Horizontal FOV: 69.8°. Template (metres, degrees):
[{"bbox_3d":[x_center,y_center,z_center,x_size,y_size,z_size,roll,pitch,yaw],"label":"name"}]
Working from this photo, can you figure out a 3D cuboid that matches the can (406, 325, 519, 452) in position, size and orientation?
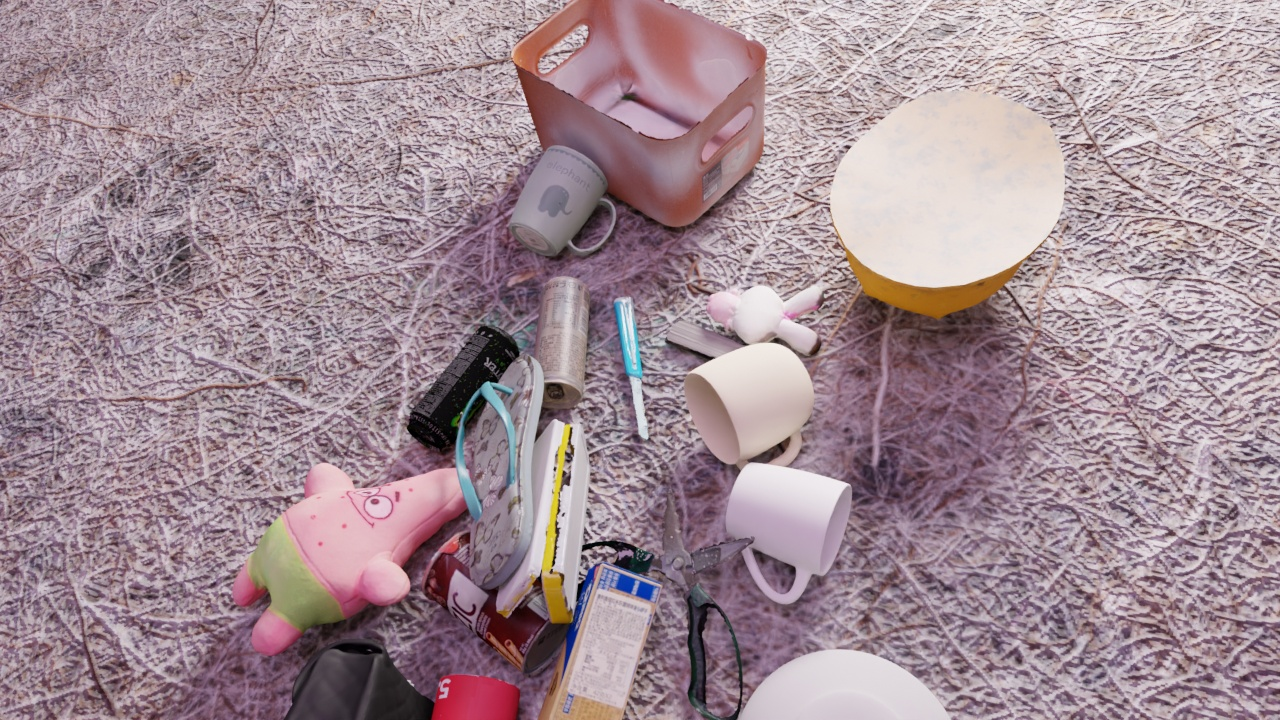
[{"bbox_3d":[-0.178,0.026,0.932,0.054,0.054,0.137,24,63,23],"label":"can"}]

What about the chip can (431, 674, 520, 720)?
[{"bbox_3d":[-0.143,0.358,0.694,0.069,0.069,0.220,0,56,10],"label":"chip can"}]

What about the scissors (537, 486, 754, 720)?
[{"bbox_3d":[0.013,0.215,0.782,0.202,0.015,0.203,-21,68,16],"label":"scissors"}]

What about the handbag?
[{"bbox_3d":[-0.231,0.290,0.708,0.115,0.154,0.124,2,51,15],"label":"handbag"}]

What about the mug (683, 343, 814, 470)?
[{"bbox_3d":[0.112,0.045,0.853,0.099,0.096,0.120,-25,93,-18],"label":"mug"}]

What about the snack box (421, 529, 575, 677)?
[{"bbox_3d":[-0.121,0.208,0.790,0.121,0.072,0.072,31,66,25],"label":"snack box"}]

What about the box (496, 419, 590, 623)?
[{"bbox_3d":[-0.077,0.132,0.796,0.070,0.067,0.209,12,33,-6],"label":"box"}]

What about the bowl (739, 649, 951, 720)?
[{"bbox_3d":[0.156,0.299,0.685,0.177,0.066,0.176,-4,56,6],"label":"bowl"}]

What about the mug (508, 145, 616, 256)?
[{"bbox_3d":[-0.084,-0.169,1.039,0.111,0.084,0.104,30,74,-5],"label":"mug"}]

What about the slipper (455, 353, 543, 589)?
[{"bbox_3d":[-0.137,0.087,0.820,0.098,0.054,0.268,-44,30,27],"label":"slipper"}]

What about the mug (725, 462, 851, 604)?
[{"bbox_3d":[0.122,0.148,0.792,0.088,0.081,0.114,16,80,25],"label":"mug"}]

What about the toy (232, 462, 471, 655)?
[{"bbox_3d":[-0.252,0.161,0.830,0.236,0.097,0.192,-29,44,-24],"label":"toy"}]

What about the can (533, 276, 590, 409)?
[{"bbox_3d":[-0.082,-0.020,0.947,0.054,0.054,0.135,-3,57,8],"label":"can"}]

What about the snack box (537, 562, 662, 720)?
[{"bbox_3d":[-0.044,0.266,0.722,0.056,0.057,0.206,22,69,-6],"label":"snack box"}]

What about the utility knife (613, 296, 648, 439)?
[{"bbox_3d":[-0.006,0.006,0.943,0.022,0.015,0.176,2,54,-20],"label":"utility knife"}]

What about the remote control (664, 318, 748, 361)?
[{"bbox_3d":[0.090,-0.007,0.935,0.137,0.013,0.033,22,62,24],"label":"remote control"}]

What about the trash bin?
[{"bbox_3d":[0.002,-0.293,1.056,0.260,0.157,0.181,35,68,26],"label":"trash bin"}]

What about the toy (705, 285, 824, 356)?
[{"bbox_3d":[0.128,-0.046,0.940,0.123,0.038,0.079,11,62,10],"label":"toy"}]

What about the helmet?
[{"bbox_3d":[0.296,-0.133,0.912,0.205,0.131,0.254,23,62,22],"label":"helmet"}]
